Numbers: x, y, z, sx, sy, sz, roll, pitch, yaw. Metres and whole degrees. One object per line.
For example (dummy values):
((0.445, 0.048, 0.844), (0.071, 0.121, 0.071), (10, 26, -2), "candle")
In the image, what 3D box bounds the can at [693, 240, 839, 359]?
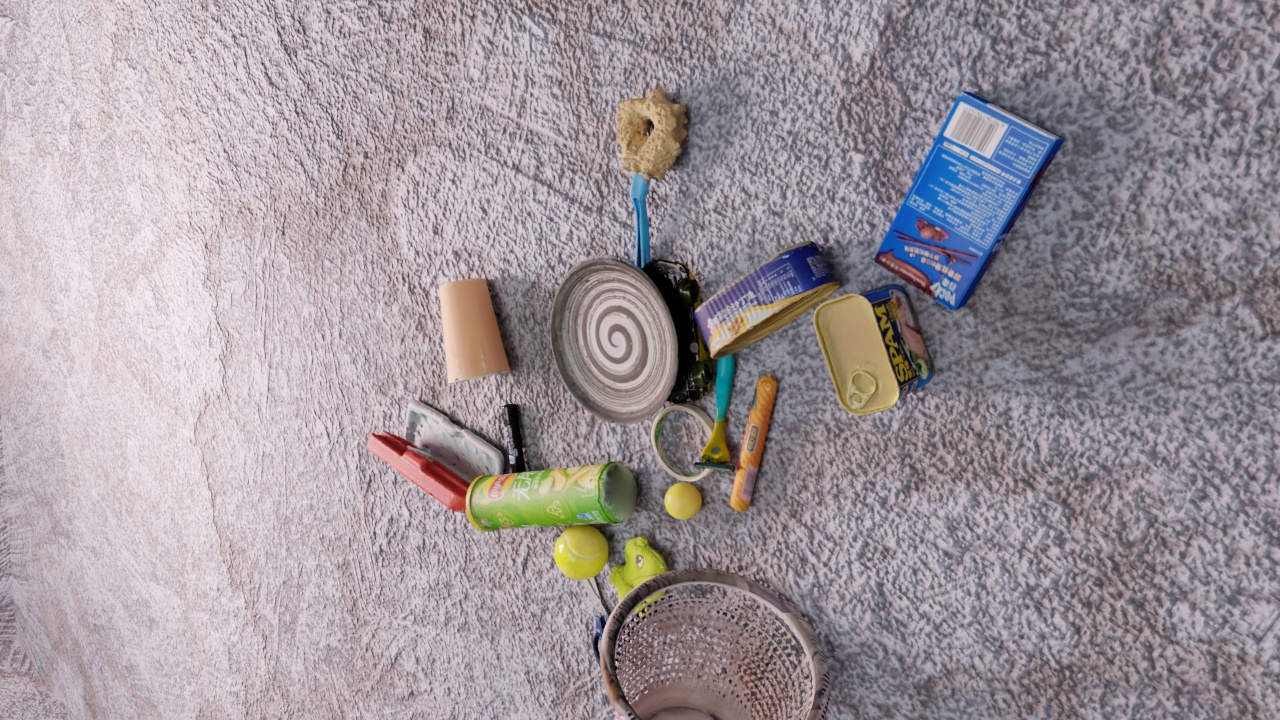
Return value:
((0.115, -0.055, 0.865), (0.149, 0.074, 0.049), (-34, 76, 39), "can")

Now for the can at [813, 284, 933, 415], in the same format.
((0.204, -0.013, 0.795), (0.057, 0.083, 0.102), (-19, 90, 42), "can")

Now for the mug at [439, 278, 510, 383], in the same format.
((-0.211, -0.038, 1.145), (0.078, 0.078, 0.122), (-10, 90, 41), "mug")

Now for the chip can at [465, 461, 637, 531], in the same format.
((-0.107, 0.164, 1.095), (0.222, 0.072, 0.072), (-11, 95, 33), "chip can")

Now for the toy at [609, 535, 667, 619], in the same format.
((0.001, 0.255, 1.073), (0.100, 0.031, 0.096), (-27, 84, 45), "toy")

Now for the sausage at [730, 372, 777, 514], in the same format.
((0.115, 0.087, 0.938), (0.021, 0.021, 0.165), (25, 116, 33), "sausage")

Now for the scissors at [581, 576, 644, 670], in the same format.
((-0.043, 0.311, 1.138), (0.141, 0.012, 0.171), (12, 108, 39), "scissors")

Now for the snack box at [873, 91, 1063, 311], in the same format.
((0.264, -0.128, 0.752), (0.084, 0.026, 0.157), (38, 123, 26), "snack box")

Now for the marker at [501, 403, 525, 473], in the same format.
((-0.158, 0.120, 1.175), (0.020, 0.022, 0.132), (-4, 99, 30), "marker")

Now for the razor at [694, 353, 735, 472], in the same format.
((0.083, 0.050, 0.946), (0.043, 0.028, 0.132), (7, 100, 10), "razor")

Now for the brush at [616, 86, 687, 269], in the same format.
((0.005, -0.155, 0.958), (0.083, 0.045, 0.255), (18, 117, 31), "brush")

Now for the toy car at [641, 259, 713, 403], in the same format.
((0.036, -0.030, 0.955), (0.071, 0.041, 0.156), (-5, 99, 28), "toy car")

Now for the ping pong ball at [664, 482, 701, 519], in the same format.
((0.046, 0.153, 1.001), (0.040, 0.040, 0.040), (12, 109, 37), "ping pong ball")

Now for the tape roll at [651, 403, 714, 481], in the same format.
((0.049, 0.089, 0.999), (0.086, 0.013, 0.086), (12, 109, 37), "tape roll")

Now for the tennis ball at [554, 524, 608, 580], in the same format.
((-0.071, 0.231, 1.104), (0.066, 0.065, 0.065), (12, 109, 37), "tennis ball")

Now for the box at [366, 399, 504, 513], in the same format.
((-0.268, 0.124, 1.243), (0.201, 0.095, 0.098), (26, 88, 34), "box")

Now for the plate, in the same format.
((-0.026, -0.022, 0.959), (0.180, 0.024, 0.179), (13, 110, 38), "plate")

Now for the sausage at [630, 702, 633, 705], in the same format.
((0.018, 0.413, 1.111), (0.156, 0.020, 0.020), (-42, 75, 39), "sausage")

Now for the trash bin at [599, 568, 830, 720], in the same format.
((0.062, 0.363, 0.950), (0.227, 0.226, 0.193), (34, 134, 28), "trash bin")
